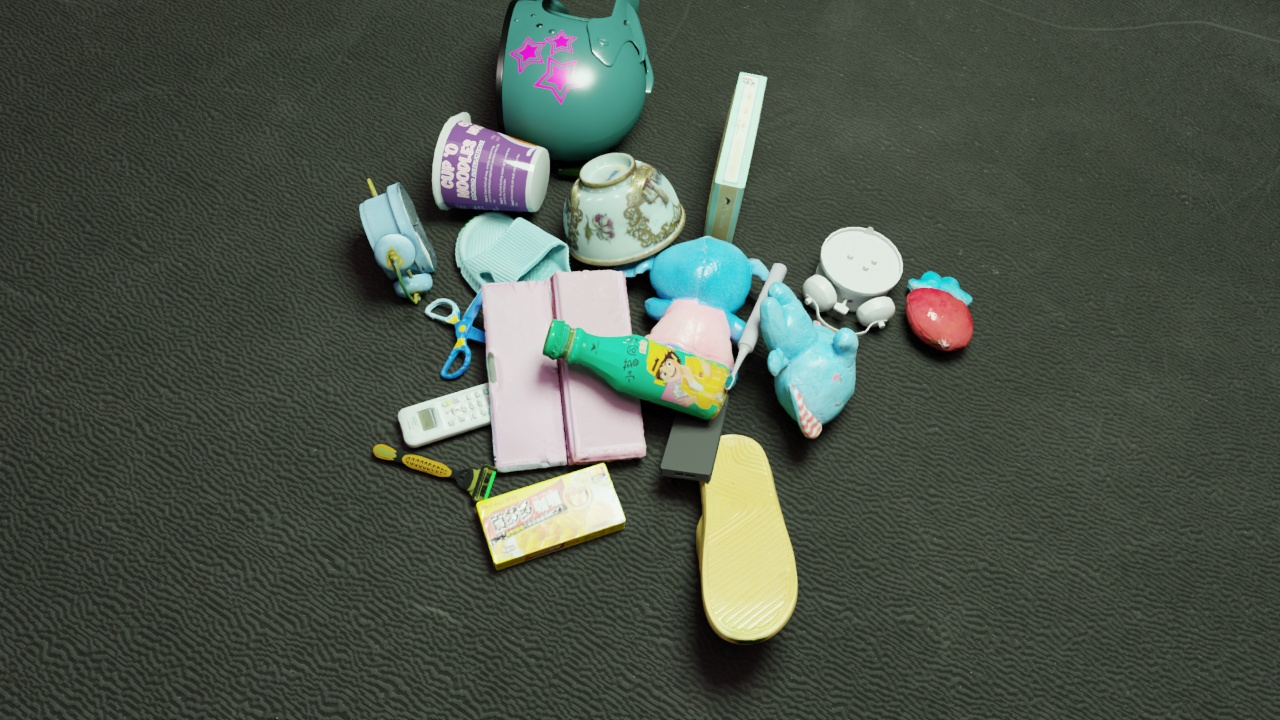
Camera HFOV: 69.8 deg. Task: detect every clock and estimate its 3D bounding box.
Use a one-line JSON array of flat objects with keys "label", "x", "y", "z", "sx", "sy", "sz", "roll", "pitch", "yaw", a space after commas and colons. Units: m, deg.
[{"label": "clock", "x": -0.294, "y": -0.143, "z": 1.127, "sx": 0.060, "sy": 0.118, "sz": 0.162, "roll": -21, "pitch": 58, "yaw": -3}, {"label": "clock", "x": 0.274, "y": -0.101, "z": 1.179, "sx": 0.120, "sy": 0.061, "sz": 0.158, "roll": 19, "pitch": 59, "yaw": 5}]

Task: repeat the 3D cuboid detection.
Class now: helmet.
[{"label": "helmet", "x": -0.081, "y": -0.397, "z": 1.248, "sx": 0.200, "sy": 0.177, "sz": 0.274, "roll": 4, "pitch": 61, "yaw": 0}]

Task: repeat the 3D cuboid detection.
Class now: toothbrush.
[{"label": "toothbrush", "x": 0.132, "y": -0.040, "z": 1.061, "sx": 0.018, "sy": 0.019, "sz": 0.187, "roll": 12, "pitch": 56, "yaw": 23}]

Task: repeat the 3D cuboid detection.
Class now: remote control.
[{"label": "remote control", "x": 0.064, "y": 0.085, "z": 1.060, "sx": 0.058, "sy": 0.013, "sz": 0.133, "roll": 7, "pitch": 42, "yaw": 13}, {"label": "remote control", "x": -0.213, "y": 0.063, "z": 1.073, "sx": 0.133, "sy": 0.022, "sz": 0.050, "roll": -17, "pitch": 65, "yaw": -13}]

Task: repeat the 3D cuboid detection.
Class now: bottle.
[{"label": "bottle", "x": -0.052, "y": -0.255, "z": 1.255, "sx": 0.123, "sy": 0.033, "sz": 0.033, "roll": 4, "pitch": 61, "yaw": -2}, {"label": "bottle", "x": -0.006, "y": 0.006, "z": 1.035, "sx": 0.209, "sy": 0.068, "sz": 0.068, "roll": 18, "pitch": 60, "yaw": -11}]

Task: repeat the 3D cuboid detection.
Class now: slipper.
[{"label": "slipper", "x": 0.110, "y": 0.197, "z": 0.997, "sx": 0.099, "sy": 0.078, "sz": 0.262, "roll": -3, "pitch": 44, "yaw": 1}, {"label": "slipper", "x": -0.132, "y": -0.095, "z": 1.142, "sx": 0.115, "sy": 0.070, "sz": 0.276, "roll": -38, "pitch": 71, "yaw": -19}]

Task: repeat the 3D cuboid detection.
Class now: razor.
[{"label": "razor", "x": -0.236, "y": 0.121, "z": 1.040, "sx": 0.144, "sy": 0.021, "sz": 0.044, "roll": 17, "pitch": 85, "yaw": 5}]

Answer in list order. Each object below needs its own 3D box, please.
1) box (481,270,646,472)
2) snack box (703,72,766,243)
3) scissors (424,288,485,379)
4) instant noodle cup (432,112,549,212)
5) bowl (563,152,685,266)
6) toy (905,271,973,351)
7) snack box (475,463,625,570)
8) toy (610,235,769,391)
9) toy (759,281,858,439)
[{"label": "box", "x": -0.091, "y": 0.009, "z": 1.071, "sx": 0.179, "sy": 0.040, "sz": 0.232, "roll": -6, "pitch": 76, "yaw": -11}, {"label": "snack box", "x": 0.122, "y": -0.258, "z": 1.208, "sx": 0.044, "sy": 0.142, "sz": 0.193, "roll": 13, "pitch": 61, "yaw": 3}, {"label": "scissors", "x": -0.218, "y": -0.036, "z": 1.120, "sx": 0.126, "sy": 0.013, "sz": 0.125, "roll": 22, "pitch": 77, "yaw": 20}, {"label": "instant noodle cup", "x": -0.185, "y": -0.249, "z": 1.183, "sx": 0.122, "sy": 0.122, "sz": 0.136, "roll": 12, "pitch": 70, "yaw": 7}, {"label": "bowl", "x": -0.030, "y": -0.203, "z": 1.159, "sx": 0.160, "sy": 0.094, "sz": 0.159, "roll": -10, "pitch": 40, "yaw": 9}, {"label": "toy", "x": 0.381, "y": -0.066, "z": 1.175, "sx": 0.092, "sy": 0.062, "sz": 0.132, "roll": 28, "pitch": 43, "yaw": -8}, {"label": "snack box", "x": -0.100, "y": 0.173, "z": 1.020, "sx": 0.152, "sy": 0.025, "sz": 0.075, "roll": -16, "pitch": 64, "yaw": -13}, {"label": "toy", "x": 0.057, "y": -0.064, "z": 1.129, "sx": 0.224, "sy": 0.099, "sz": 0.191, "roll": 11, "pitch": 71, "yaw": 5}, {"label": "toy", "x": 0.199, "y": -0.012, "z": 1.067, "sx": 0.115, "sy": 0.181, "sz": 0.182, "roll": -9, "pitch": 31, "yaw": 31}]
